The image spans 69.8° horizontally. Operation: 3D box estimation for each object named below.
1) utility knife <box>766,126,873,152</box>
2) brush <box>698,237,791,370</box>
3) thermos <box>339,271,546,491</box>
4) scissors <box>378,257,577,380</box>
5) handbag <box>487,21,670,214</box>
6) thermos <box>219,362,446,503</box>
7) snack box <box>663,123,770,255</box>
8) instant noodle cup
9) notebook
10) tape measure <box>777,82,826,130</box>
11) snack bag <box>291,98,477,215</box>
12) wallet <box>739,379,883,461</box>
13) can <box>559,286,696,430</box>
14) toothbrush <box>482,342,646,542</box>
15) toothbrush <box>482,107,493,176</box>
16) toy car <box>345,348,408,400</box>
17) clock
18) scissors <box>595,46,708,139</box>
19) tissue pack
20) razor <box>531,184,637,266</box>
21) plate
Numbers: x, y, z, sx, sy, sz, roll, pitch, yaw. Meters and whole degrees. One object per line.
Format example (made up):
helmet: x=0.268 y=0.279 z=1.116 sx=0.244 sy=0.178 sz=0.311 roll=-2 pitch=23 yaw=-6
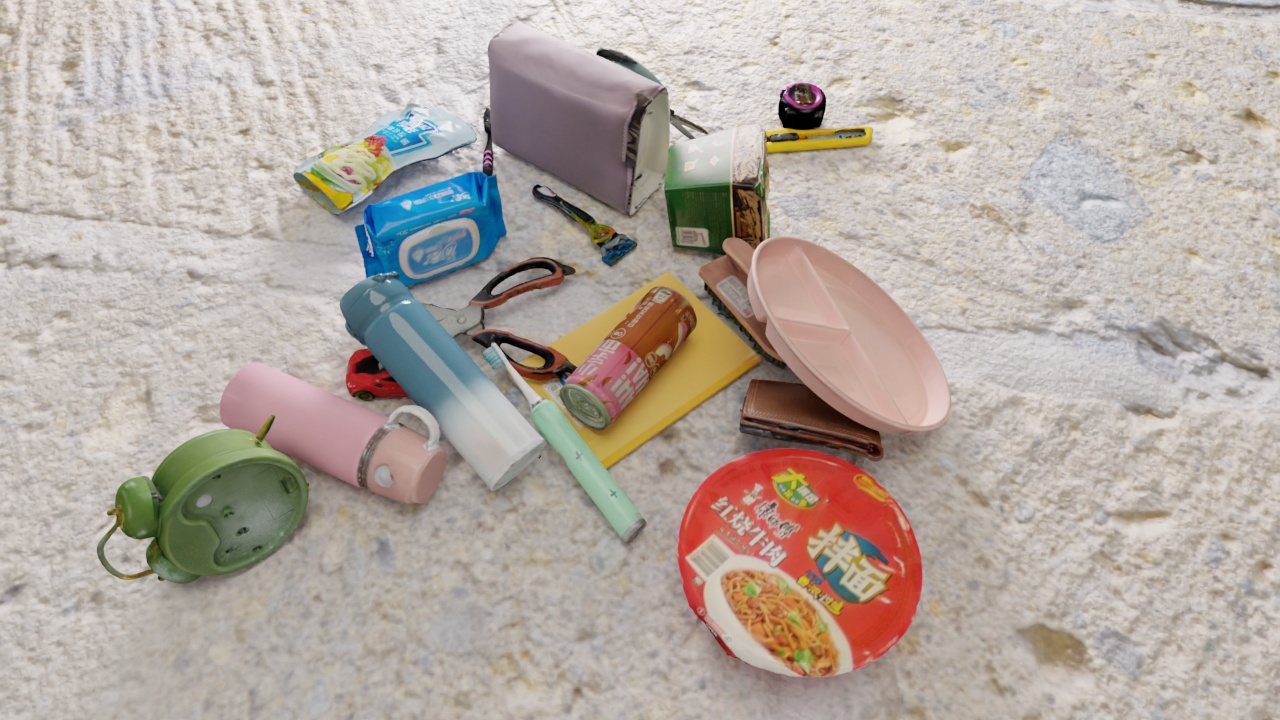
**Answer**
utility knife: x=0.202 y=-0.263 z=1.082 sx=0.154 sy=0.015 sz=0.033 roll=-6 pitch=57 yaw=-5
brush: x=0.122 y=-0.053 z=0.896 sx=0.063 sy=0.073 sz=0.145 roll=-26 pitch=61 yaw=-19
thermos: x=-0.178 y=0.015 z=0.809 sx=0.070 sy=0.070 sz=0.220 roll=-39 pitch=80 yaw=-25
scissors: x=-0.153 y=-0.043 z=0.893 sx=0.222 sy=0.015 sz=0.188 roll=17 pitch=53 yaw=3
handbag: x=-0.066 y=-0.270 z=1.003 sx=0.197 sy=0.145 sz=0.098 roll=29 pitch=61 yaw=17
thermos: x=-0.265 y=0.056 z=0.802 sx=0.199 sy=0.087 sz=0.067 roll=20 pitch=18 yaw=15
snack box: x=0.081 y=-0.172 z=0.962 sx=0.106 sy=0.118 sz=0.117 roll=-2 pitch=46 yaw=11
instant noodle cup: x=0.123 y=0.168 z=0.741 sx=0.194 sy=0.066 sz=0.193 roll=1 pitch=54 yaw=-2
notebook: x=-0.005 y=0.005 z=0.889 sx=0.205 sy=0.010 sz=0.146 roll=-33 pitch=62 yaw=-23
tape measure: x=0.193 y=-0.305 z=1.098 sx=0.057 sy=0.039 sz=0.057 roll=-1 pitch=54 yaw=-2
snack bag: x=-0.290 y=-0.236 z=1.041 sx=0.110 sy=0.039 sz=0.190 roll=31 pitch=58 yaw=32
wallet: x=0.150 y=0.052 z=0.815 sx=0.124 sy=0.032 sz=0.101 roll=10 pitch=18 yaw=7
can: x=-0.009 y=-0.005 z=0.852 sx=0.058 sy=0.058 sz=0.147 roll=31 pitch=59 yaw=19
toothbrush: x=-0.071 y=0.066 z=0.814 sx=0.027 sy=0.026 sz=0.224 roll=-37 pitch=71 yaw=-9
toothbrush: x=-0.174 y=-0.221 z=1.044 sx=0.014 sy=0.018 sz=0.188 roll=-8 pitch=56 yaw=4
toy car: x=-0.224 y=0.010 z=0.868 sx=0.106 sy=0.031 sz=0.049 roll=1 pitch=55 yaw=-3
clock: x=-0.349 y=0.120 z=0.736 sx=0.160 sy=0.116 sz=0.056 roll=-33 pitch=50 yaw=-26
scissors: x=-0.001 y=-0.301 z=1.033 sx=0.173 sy=0.178 sz=0.019 roll=27 pitch=82 yaw=13
tissue pack: x=-0.208 y=-0.130 z=0.931 sx=0.157 sy=0.095 sz=0.052 roll=-24 pitch=59 yaw=-20
razor: x=-0.067 y=-0.156 z=0.996 sx=0.143 sy=0.022 sz=0.042 roll=39 pitch=60 yaw=24
plate: x=0.188 y=-0.023 z=0.838 sx=0.229 sy=0.028 sz=0.229 roll=25 pitch=37 yaw=-21
